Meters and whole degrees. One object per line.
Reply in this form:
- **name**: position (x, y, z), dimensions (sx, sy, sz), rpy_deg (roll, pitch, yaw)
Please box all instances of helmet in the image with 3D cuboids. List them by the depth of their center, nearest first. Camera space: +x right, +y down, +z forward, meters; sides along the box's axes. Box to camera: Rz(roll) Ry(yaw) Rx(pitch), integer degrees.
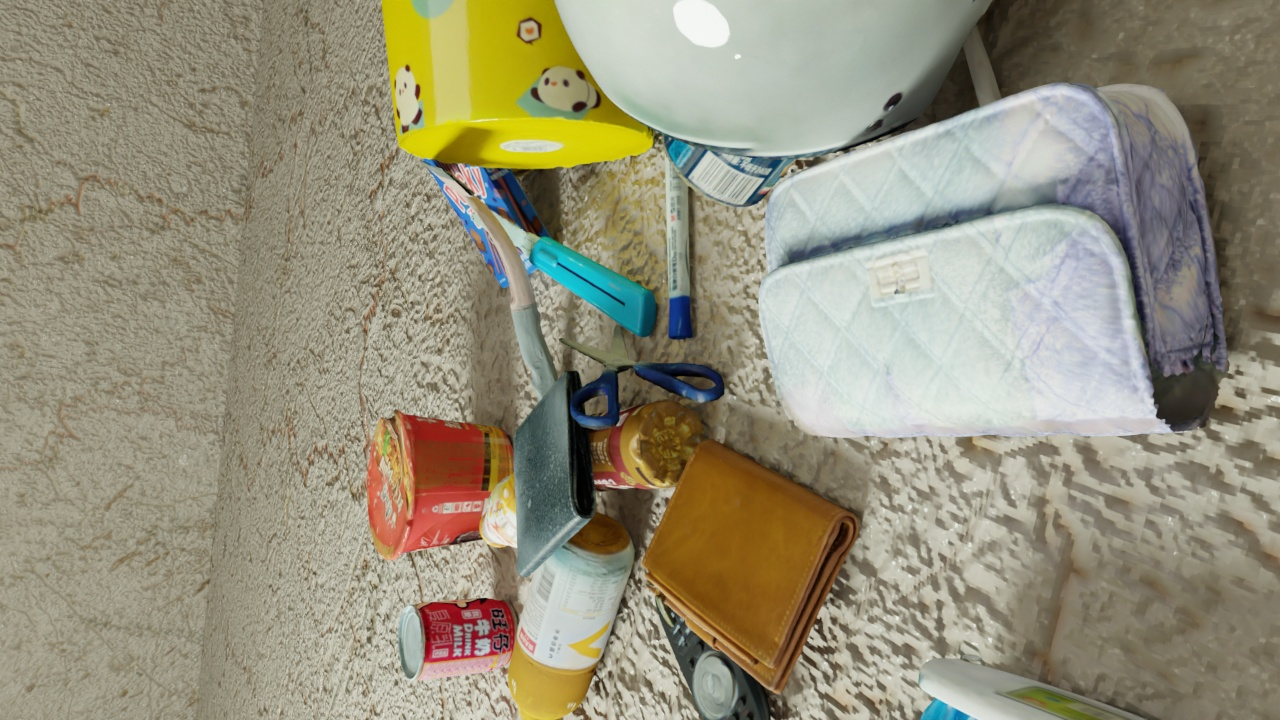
- **helmet**: position (0.059, -0.232, 0.380), dimensions (0.230, 0.156, 0.274), rpy_deg (27, 94, 19)

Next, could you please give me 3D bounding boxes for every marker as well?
- **marker**: position (0.026, -0.087, 0.635), dimensions (0.017, 0.016, 0.145), rpy_deg (-12, 77, 57)

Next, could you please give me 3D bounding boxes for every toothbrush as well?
- **toothbrush**: position (0.158, -0.160, 0.434), dimensions (0.016, 0.016, 0.180), rpy_deg (-28, 63, 47)

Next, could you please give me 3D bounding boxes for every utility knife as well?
- **utility knife**: position (-0.070, -0.081, 0.735), dimensions (0.238, 0.018, 0.034), rpy_deg (33, 115, 39)

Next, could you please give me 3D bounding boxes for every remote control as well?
- **remote control**: position (0.047, 0.184, 0.567), dimensions (0.053, 0.024, 0.136), rpy_deg (-58, 40, 28)

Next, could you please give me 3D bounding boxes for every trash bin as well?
- **trash bin**: position (-0.083, -0.279, 0.652), dimensions (0.230, 0.229, 0.255), rpy_deg (2, 94, 58)

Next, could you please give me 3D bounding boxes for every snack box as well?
- **snack box**: position (-0.138, -0.145, 0.818), dimensions (0.085, 0.026, 0.157), rpy_deg (-18, 106, 56)

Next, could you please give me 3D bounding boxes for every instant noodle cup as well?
- **instant noodle cup**: position (-0.187, 0.118, 0.866), dimensions (0.138, 0.108, 0.138), rpy_deg (-10, 78, 57)

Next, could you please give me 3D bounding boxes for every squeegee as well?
- **squeegee**: position (-0.104, -0.049, 0.747), dimensions (0.250, 0.040, 0.248), rpy_deg (69, 169, -19)

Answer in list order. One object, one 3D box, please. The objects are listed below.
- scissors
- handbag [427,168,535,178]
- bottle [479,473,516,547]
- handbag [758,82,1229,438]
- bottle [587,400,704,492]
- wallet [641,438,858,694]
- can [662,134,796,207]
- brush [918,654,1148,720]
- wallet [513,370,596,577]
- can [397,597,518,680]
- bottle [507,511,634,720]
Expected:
- **scissors**: position (-0.014, 0.008, 0.625), dimensions (0.163, 0.163, 0.012), rpy_deg (7, 116, 32)
- **handbag**: position (-0.156, -0.245, 0.890), dimensions (0.179, 0.063, 0.163), rpy_deg (-12, 78, 51)
- **bottle**: position (-0.099, 0.127, 0.770), dimensions (0.109, 0.063, 0.063), rpy_deg (-38, 56, 50)
- **handbag**: position (0.133, -0.033, 0.398), dimensions (0.194, 0.075, 0.134), rpy_deg (-9, 91, 58)
- **bottle**: position (-0.025, 0.066, 0.662), dimensions (0.175, 0.057, 0.057), rpy_deg (-16, 73, 57)
- **wallet**: position (0.053, 0.119, 0.535), dimensions (0.131, 0.035, 0.119), rpy_deg (26, 94, 55)
- **can**: position (0.069, -0.148, 0.518), dimensions (0.111, 0.075, 0.075), rpy_deg (-49, 48, 44)
- **brush**: position (0.212, 0.156, 0.287), dimensions (0.315, 0.060, 0.109), rpy_deg (5, 87, 55)
- **wallet**: position (-0.066, 0.079, 0.650), dimensions (0.097, 0.019, 0.120), rpy_deg (-46, 40, 42)
- **can**: position (-0.165, 0.251, 0.832), dimensions (0.067, 0.093, 0.066), rpy_deg (-11, 77, 57)
- **bottle**: position (-0.058, 0.205, 0.692), dimensions (0.068, 0.068, 0.190), rpy_deg (44, 124, 50)
